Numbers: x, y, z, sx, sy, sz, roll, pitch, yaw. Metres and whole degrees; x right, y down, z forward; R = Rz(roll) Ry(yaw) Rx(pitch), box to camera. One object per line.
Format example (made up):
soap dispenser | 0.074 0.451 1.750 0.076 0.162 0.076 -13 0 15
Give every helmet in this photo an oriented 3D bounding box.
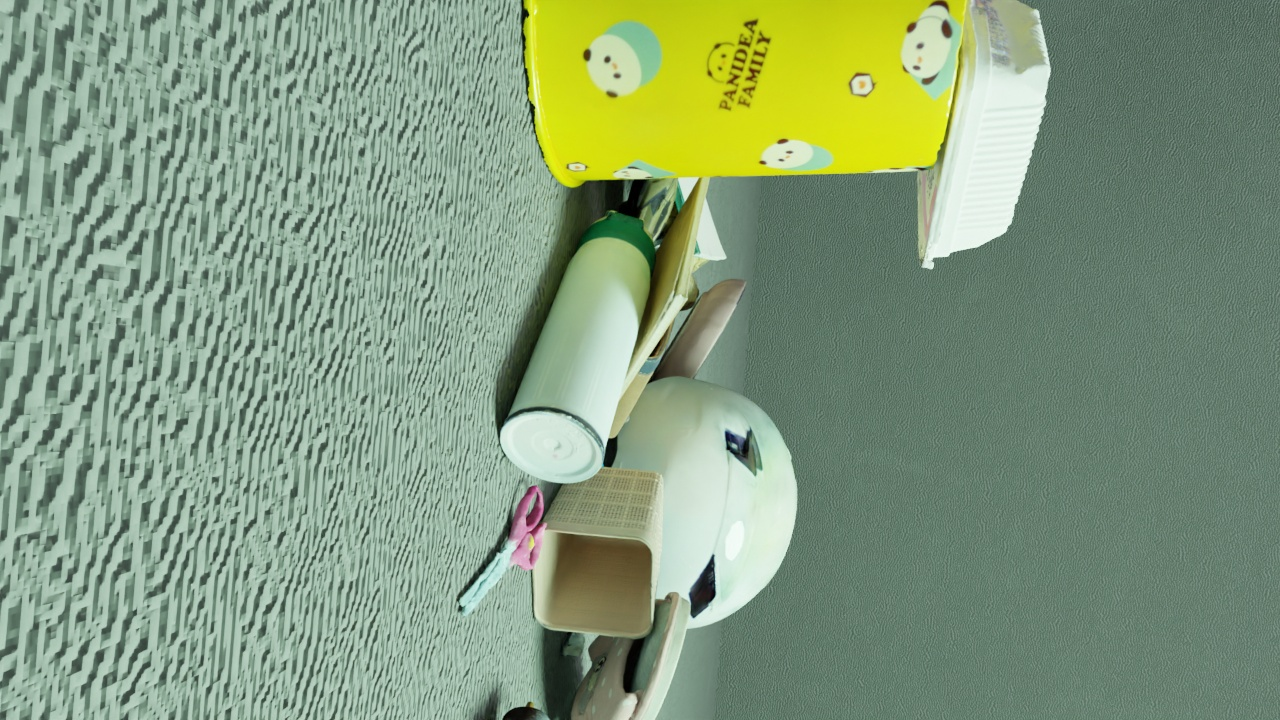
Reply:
helmet | 0.074 0.145 0.909 0.228 0.146 0.258 17 74 -56

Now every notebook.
notebook | 0.000 -0.035 0.731 0.212 0.012 0.149 123 -14 -46
notebook | 0.037 -0.199 0.889 0.150 0.012 0.209 -18 92 -76

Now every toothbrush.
toothbrush | -0.044 0.220 0.859 0.180 0.018 0.016 -61 151 -69

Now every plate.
plate | 0.060 -0.021 1.092 0.192 0.039 0.192 -58 -179 1

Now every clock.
clock | -0.079 0.271 0.579 0.121 0.055 0.082 -54 147 -72

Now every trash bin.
trash bin | 0.076 -0.228 0.623 0.229 0.255 0.229 6 89 -79

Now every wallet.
wallet | -0.005 0.005 0.822 0.090 0.033 0.116 -72 -175 -46

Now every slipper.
slipper | -0.024 0.274 0.767 0.275 0.054 0.113 115 -4 -47

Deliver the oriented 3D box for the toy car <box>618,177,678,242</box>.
toy car | 0.007 -0.146 0.801 0.070 0.042 0.158 -89 -165 -46

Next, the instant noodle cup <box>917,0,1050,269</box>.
instant noodle cup | 0.233 -0.162 0.634 0.174 0.060 0.137 82 16 -47

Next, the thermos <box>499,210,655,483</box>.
thermos | -0.035 -0.019 0.647 0.223 0.073 0.073 -75 166 -45

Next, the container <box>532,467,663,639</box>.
container | -0.028 0.142 0.714 0.110 0.090 0.090 -70 162 -66

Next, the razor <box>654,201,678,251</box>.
razor | 0.026 -0.160 0.935 0.062 0.067 0.167 77 14 -60

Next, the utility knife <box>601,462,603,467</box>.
utility knife | -0.038 0.164 0.819 0.034 0.018 0.203 -68 157 -67

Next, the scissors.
scissors | -0.086 0.122 0.584 0.135 0.017 0.064 -35 130 -72

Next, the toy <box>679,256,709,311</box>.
toy | 0.039 -0.131 1.042 0.104 0.066 0.157 -26 122 -40
